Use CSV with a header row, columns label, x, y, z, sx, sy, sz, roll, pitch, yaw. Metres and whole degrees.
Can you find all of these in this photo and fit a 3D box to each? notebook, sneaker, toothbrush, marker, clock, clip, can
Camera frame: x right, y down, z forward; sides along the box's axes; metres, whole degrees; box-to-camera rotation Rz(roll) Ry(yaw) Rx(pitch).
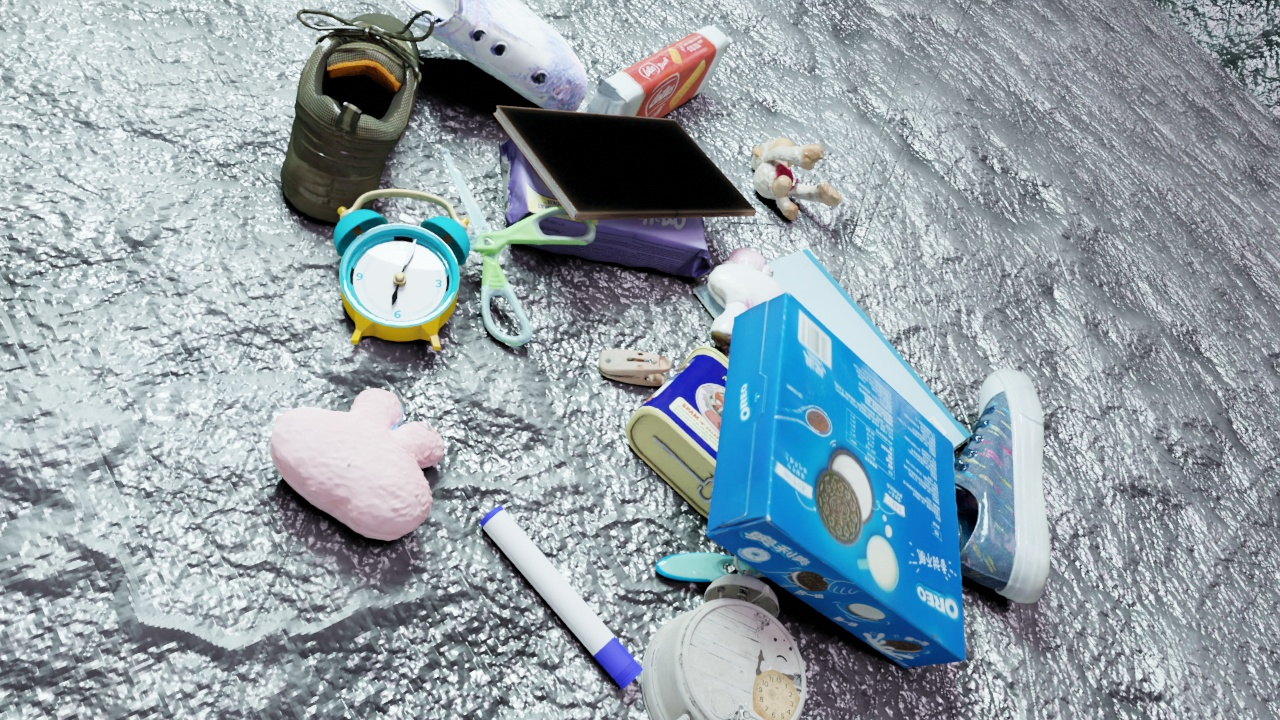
label,x,y,z,sx,sy,sz,roll,pitch,yaw
notebook,-0.009,-0.173,0.808,0.208,0.008,0.141,-9,52,-41
sneaker,-0.222,-0.236,0.726,0.101,0.143,0.237,16,48,-19
toothbrush,0.073,0.154,0.675,0.135,0.017,0.022,9,54,-25
marker,-0.052,0.153,0.600,0.141,0.020,0.020,47,46,10
clock,0.064,0.190,0.609,0.103,0.061,0.156,27,48,-9
sneaker,0.312,0.104,0.827,0.079,0.088,0.234,11,51,4
clip,-0.003,0.007,0.748,0.052,0.059,0.026,51,28,-48
can,0.057,0.058,0.715,0.116,0.057,0.092,43,46,6
clock,-0.177,-0.070,0.678,0.099,0.044,0.129,3,67,-13
notebook,0.184,0.006,0.866,0.180,0.009,0.253,-22,68,-40

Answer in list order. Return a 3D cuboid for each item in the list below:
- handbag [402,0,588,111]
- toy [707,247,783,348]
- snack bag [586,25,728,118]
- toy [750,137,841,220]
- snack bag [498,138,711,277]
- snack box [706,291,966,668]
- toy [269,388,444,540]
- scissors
label,x,y,z,sx,sy,sz,roll,pitch,yaw
handbag,-0.134,-0.295,0.842,0.158,0.069,0.126,22,27,-45
toy,0.098,-0.058,0.835,0.079,0.038,0.122,9,50,-7
snack bag,0.017,-0.284,0.952,0.041,0.078,0.224,38,45,6
toy,0.157,-0.202,0.984,0.085,0.074,0.106,38,12,-44
snack bag,-0.029,-0.133,0.819,0.205,0.059,0.096,10,54,-28
snack box,0.155,0.092,0.685,0.239,0.056,0.195,38,45,-29
toy,-0.172,0.060,0.584,0.108,0.053,0.104,37,34,1
scissors,-0.120,-0.088,0.721,0.171,0.023,0.172,-3,86,-2
